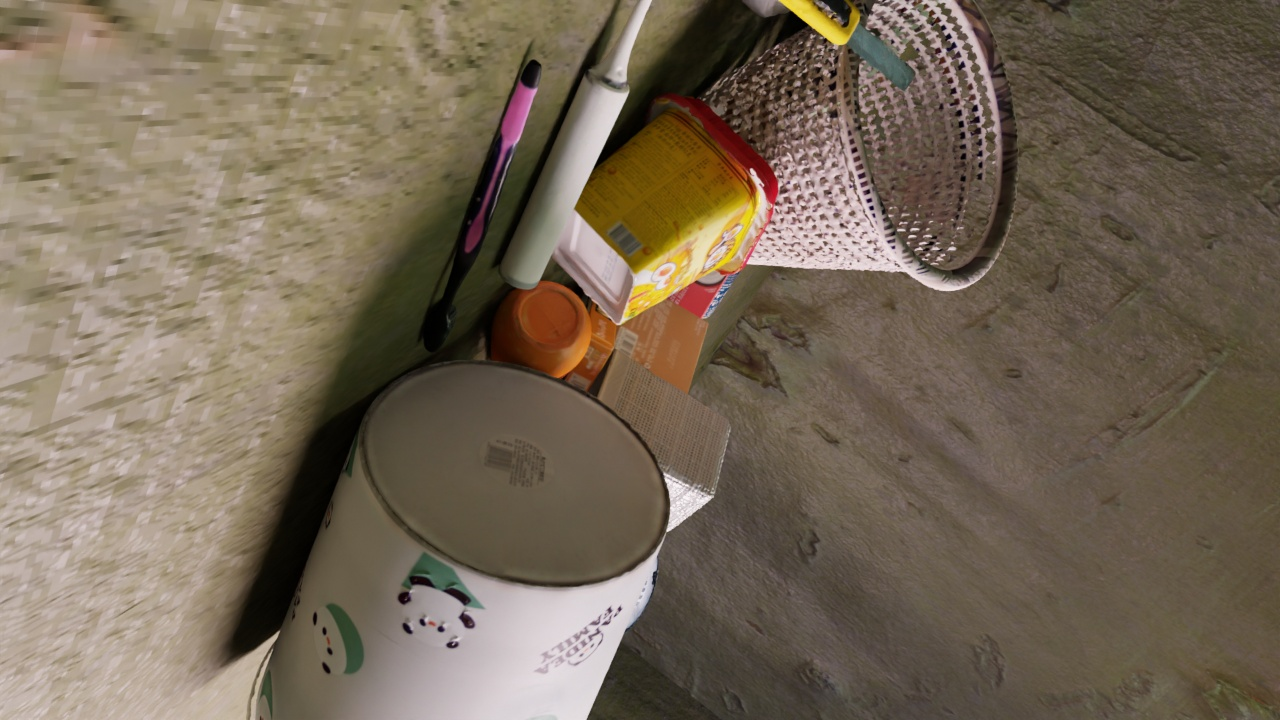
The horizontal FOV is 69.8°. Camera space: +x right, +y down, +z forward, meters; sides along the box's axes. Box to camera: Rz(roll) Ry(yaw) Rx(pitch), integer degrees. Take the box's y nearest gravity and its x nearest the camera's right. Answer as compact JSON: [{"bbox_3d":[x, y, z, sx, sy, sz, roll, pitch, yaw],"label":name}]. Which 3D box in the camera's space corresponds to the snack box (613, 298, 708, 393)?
[{"bbox_3d":[-0.005,0.005,0.789,0.095,0.077,0.092,-47,-162,48],"label":"snack box"}]

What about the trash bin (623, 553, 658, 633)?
[{"bbox_3d":[-0.106,0.232,1.096,0.226,0.226,0.195,-53,160,-6],"label":"trash bin"}]

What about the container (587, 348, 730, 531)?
[{"bbox_3d":[0.000,0.067,0.714,0.090,0.114,0.090,-48,-163,48],"label":"container"}]

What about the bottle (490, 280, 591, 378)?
[{"bbox_3d":[-0.080,-0.002,0.663,0.066,0.067,0.150,-51,179,-27],"label":"bottle"}]

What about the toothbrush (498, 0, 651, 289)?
[{"bbox_3d":[-0.030,-0.129,0.505,0.026,0.026,0.222,-1,136,-37],"label":"toothbrush"}]

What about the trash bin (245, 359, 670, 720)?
[{"bbox_3d":[-0.110,0.153,0.584,0.228,0.229,0.253,-43,162,-57],"label":"trash bin"}]

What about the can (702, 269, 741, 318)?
[{"bbox_3d":[0.081,-0.114,1.111,0.111,0.075,0.075,-58,172,30],"label":"can"}]

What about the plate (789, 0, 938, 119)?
[{"bbox_3d":[0.204,-0.308,0.824,0.231,0.027,0.229,-47,-160,22],"label":"plate"}]

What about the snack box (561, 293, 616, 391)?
[{"bbox_3d":[-0.047,-0.015,0.752,0.075,0.026,0.153,-57,-168,20],"label":"snack box"}]

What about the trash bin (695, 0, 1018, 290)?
[{"bbox_3d":[0.143,-0.157,0.691,0.193,0.227,0.226,-3,-142,47],"label":"trash bin"}]

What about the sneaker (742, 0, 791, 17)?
[{"bbox_3d":[0.161,-0.302,0.673,0.241,0.091,0.090,-48,170,-36],"label":"sneaker"}]

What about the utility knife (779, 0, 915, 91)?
[{"bbox_3d":[0.100,-0.203,0.510,0.230,0.015,0.033,16,85,-45],"label":"utility knife"}]

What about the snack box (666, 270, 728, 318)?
[{"bbox_3d":[0.075,-0.124,0.894,0.207,0.057,0.058,-58,-172,-18],"label":"snack box"}]

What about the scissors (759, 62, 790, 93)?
[{"bbox_3d":[0.090,-0.204,0.852,0.169,0.019,0.175,-59,-173,-11],"label":"scissors"}]

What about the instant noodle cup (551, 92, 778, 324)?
[{"bbox_3d":[0.011,-0.097,0.629,0.123,0.116,0.116,-38,168,-23],"label":"instant noodle cup"}]

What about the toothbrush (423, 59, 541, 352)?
[{"bbox_3d":[-0.083,-0.073,0.477,0.190,0.014,0.017,-60,-179,38],"label":"toothbrush"}]
